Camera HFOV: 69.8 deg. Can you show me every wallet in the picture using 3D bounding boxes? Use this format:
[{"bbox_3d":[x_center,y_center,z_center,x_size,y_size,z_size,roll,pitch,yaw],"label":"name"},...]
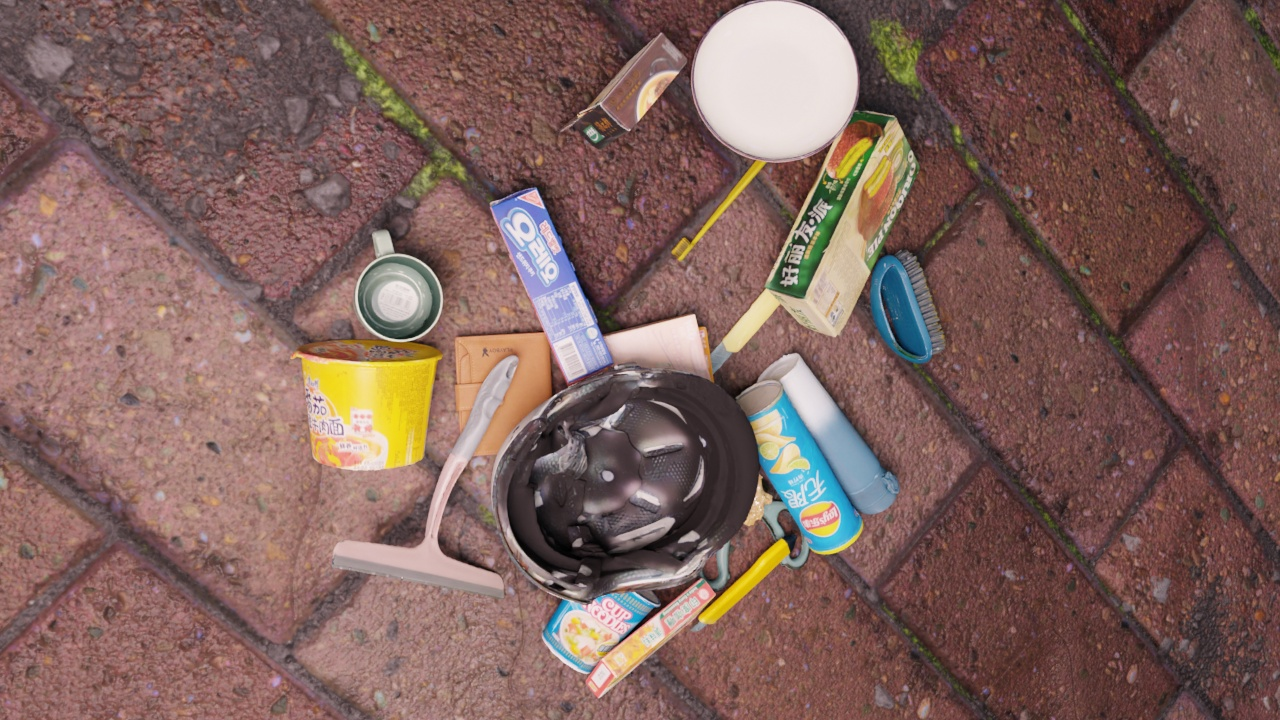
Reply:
[{"bbox_3d":[-0.148,0.036,0.999,0.107,0.031,0.132,-3,92,-20],"label":"wallet"}]

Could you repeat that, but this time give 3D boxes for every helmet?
[{"bbox_3d":[-0.030,0.122,0.956,0.273,0.157,0.230,-21,97,-21],"label":"helmet"}]

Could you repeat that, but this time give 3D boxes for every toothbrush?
[{"bbox_3d":[0.101,-0.191,1.078,0.016,0.016,0.190,42,80,-9],"label":"toothbrush"}]

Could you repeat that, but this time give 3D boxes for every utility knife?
[{"bbox_3d":[0.121,0.262,1.082,0.170,0.015,0.033,-39,138,-13],"label":"utility knife"},{"bbox_3d":[0.130,-0.047,1.092,0.031,0.022,0.212,42,79,-11],"label":"utility knife"}]

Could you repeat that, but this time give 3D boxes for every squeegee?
[{"bbox_3d":[-0.184,0.107,0.946,0.247,0.040,0.249,33,75,-52],"label":"squeegee"}]

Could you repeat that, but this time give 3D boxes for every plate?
[{"bbox_3d":[0.153,-0.318,1.058,0.192,0.039,0.192,0,85,0],"label":"plate"}]

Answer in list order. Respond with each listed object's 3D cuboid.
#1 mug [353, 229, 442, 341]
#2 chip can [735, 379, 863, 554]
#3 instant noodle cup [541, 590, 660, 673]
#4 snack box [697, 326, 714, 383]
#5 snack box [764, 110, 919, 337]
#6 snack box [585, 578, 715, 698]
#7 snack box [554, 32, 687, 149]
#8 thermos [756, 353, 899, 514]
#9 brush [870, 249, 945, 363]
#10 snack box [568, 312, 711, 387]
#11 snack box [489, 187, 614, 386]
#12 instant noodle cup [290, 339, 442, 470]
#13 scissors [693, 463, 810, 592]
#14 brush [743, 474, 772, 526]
[{"bbox_3d":[-0.249,-0.075,0.920,0.082,0.106,0.112,-15,97,-16],"label":"mug"},{"bbox_3d":[0.182,0.125,1.065,0.071,0.071,0.210,-37,110,-13],"label":"chip can"},{"bbox_3d":[-0.049,0.281,1.013,0.099,0.099,0.110,38,88,-16],"label":"instant noodle cup"},{"bbox_3d":[0.048,0.041,1.062,0.075,0.026,0.154,-9,94,-13],"label":"snack box"},{"bbox_3d":[0.239,-0.159,1.073,0.114,0.063,0.240,34,80,-53],"label":"snack box"},{"bbox_3d":[0.012,0.305,1.014,0.155,0.077,0.027,-30,69,-34],"label":"snack box"},{"bbox_3d":[-0.022,-0.280,0.982,0.053,0.113,0.125,40,81,-16],"label":"snack box"},{"bbox_3d":[0.229,0.092,1.105,0.070,0.070,0.220,-43,103,-12],"label":"thermos"},{"bbox_3d":[0.323,-0.061,1.136,0.073,0.055,0.144,-25,100,-16],"label":"brush"},{"bbox_3d":[-0.006,0.006,1.023,0.157,0.026,0.084,-14,95,-1],"label":"snack box"},{"bbox_3d":[-0.094,-0.078,0.976,0.057,0.058,0.207,-24,90,-5],"label":"snack box"},{"bbox_3d":[-0.269,0.042,0.911,0.138,0.138,0.110,1,100,-18],"label":"instant noodle cup"},{"bbox_3d":[0.120,0.210,1.101,0.180,0.019,0.170,-39,105,-12],"label":"scissors"},{"bbox_3d":[0.027,0.159,1.053,0.254,0.046,0.083,-5,94,-8],"label":"brush"}]
